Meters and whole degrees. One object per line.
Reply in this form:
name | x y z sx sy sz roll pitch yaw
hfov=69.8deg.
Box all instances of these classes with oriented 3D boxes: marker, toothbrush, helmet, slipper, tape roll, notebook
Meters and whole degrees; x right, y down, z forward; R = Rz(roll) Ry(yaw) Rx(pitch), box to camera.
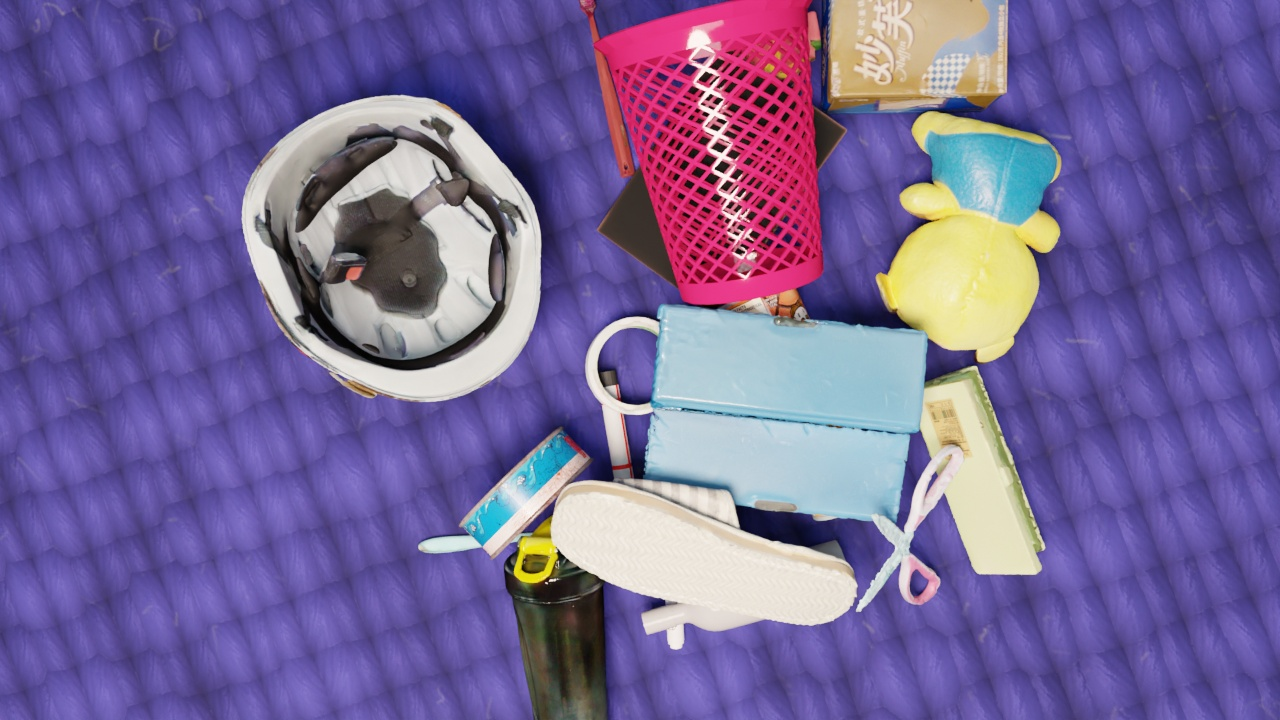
marker | 0.033 0.214 0.891 0.020 0.017 0.133 -3 91 24
toothbrush | -0.034 -0.270 0.885 0.016 0.016 0.190 -13 90 4
toothbrush | -0.132 0.176 0.906 0.181 0.016 0.016 -7 92 6
helmet | -0.214 -0.091 0.831 0.236 0.164 0.264 -35 97 -10
slipper | 0.056 0.165 0.798 0.272 0.053 0.115 19 122 -5
tape roll | -0.005 0.005 0.877 0.093 0.018 0.094 1 87 -12
marker | -0.021 0.082 0.892 0.019 0.019 0.145 -9 91 5
notebook | 0.073 -0.169 0.866 0.141 0.008 0.209 36 103 3

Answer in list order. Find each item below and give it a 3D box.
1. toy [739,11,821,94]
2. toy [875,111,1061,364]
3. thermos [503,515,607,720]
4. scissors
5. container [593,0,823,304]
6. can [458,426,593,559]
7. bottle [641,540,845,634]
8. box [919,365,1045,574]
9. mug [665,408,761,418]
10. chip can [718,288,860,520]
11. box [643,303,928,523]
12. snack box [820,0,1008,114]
toy | 0.127 -0.301 0.859 0.084 0.046 0.103 -3 89 26
toy | 0.299 -0.113 0.830 0.149 0.084 0.214 16 90 6
thermos | -0.073 0.262 0.857 0.098 0.098 0.221 -3 100 5
scissors | 0.247 0.158 0.823 0.013 0.170 0.172 29 81 47
container | 0.074 -0.173 0.781 0.183 0.183 0.226 -11 104 5
can | -0.104 0.121 0.844 0.130 0.130 0.044 -45 88 4
bottle | 0.097 0.221 0.863 0.195 0.052 0.052 -16 90 1
box | 0.309 0.103 0.851 0.078 0.090 0.188 -21 92 25
mug | 0.066 0.063 0.849 0.088 0.078 0.114 4 111 4
chip can | 0.150 0.034 0.849 0.075 0.075 0.215 -25 90 5
box | 0.123 0.047 0.790 0.231 0.047 0.177 5 92 1
snack box | 0.246 -0.334 0.834 0.155 0.069 0.202 1 92 5
